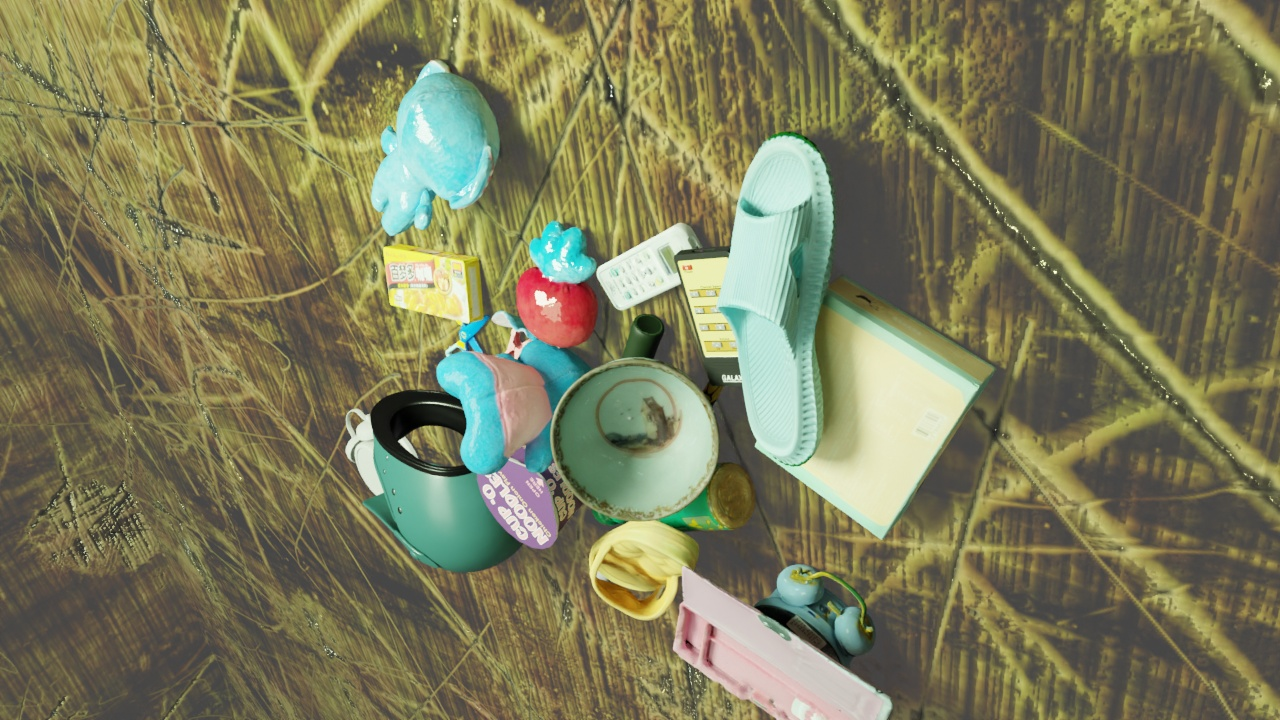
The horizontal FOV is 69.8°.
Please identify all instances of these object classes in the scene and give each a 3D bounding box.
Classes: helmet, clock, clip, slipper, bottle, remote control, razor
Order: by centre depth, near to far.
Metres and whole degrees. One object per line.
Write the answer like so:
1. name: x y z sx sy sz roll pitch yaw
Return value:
1. slipper: 0.101 -0.041 0.735 0.116 0.069 0.276 -149 52 -61
2. remote control: 0.073 -0.037 0.819 0.058 0.013 0.133 -1 119 36
3. remote control: 0.011 -0.088 0.866 0.134 0.022 0.050 -21 101 49
4. razor: 0.075 0.022 0.887 0.044 0.021 0.144 41 141 15
5. clock: 0.174 0.274 0.938 0.118 0.059 0.162 41 138 14
6. bottle: -0.006 0.005 0.941 0.033 0.032 0.123 38 138 18
7. bottle: 0.026 0.151 0.986 0.210 0.067 0.068 -14 107 48
8. slipper: -0.008 0.238 1.016 0.099 0.078 0.264 28 155 -3
9. clip: -0.146 -0.020 1.066 0.060 0.023 0.045 -21 97 48
10. helmet: -0.250 0.164 1.180 0.275 0.176 0.200 23 129 36
11. clock: -0.394 0.141 1.395 0.159 0.060 0.120 54 140 7

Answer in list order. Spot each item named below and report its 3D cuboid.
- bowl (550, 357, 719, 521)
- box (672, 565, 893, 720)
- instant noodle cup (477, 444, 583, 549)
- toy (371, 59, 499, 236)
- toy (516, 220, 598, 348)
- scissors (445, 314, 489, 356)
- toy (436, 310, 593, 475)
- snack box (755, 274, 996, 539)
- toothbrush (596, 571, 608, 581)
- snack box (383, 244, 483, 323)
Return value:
1. bowl: -0.002 0.065 0.895 0.160 0.093 0.160 1 106 2
2. box: 0.138 0.302 0.914 0.233 0.039 0.179 30 142 24
3. instant noodle cup: -0.096 0.126 1.044 0.122 0.121 0.137 51 140 3
4. toy: -0.205 -0.201 0.932 0.181 0.114 0.183 -47 59 32
5. toy: -0.083 -0.077 0.941 0.092 0.062 0.133 17 112 17
6. scissors: -0.217 -0.033 1.131 0.125 0.013 0.127 56 143 -2
7. toy: -0.120 0.031 0.954 0.099 0.191 0.224 -44 67 36
8. snack box: 0.187 0.044 0.773 0.141 0.044 0.194 36 137 22
9. toothbrush: -0.023 0.227 1.127 0.018 0.019 0.188 29 137 3
10. snack box: -0.249 -0.094 1.098 0.152 0.025 0.075 13 114 38
